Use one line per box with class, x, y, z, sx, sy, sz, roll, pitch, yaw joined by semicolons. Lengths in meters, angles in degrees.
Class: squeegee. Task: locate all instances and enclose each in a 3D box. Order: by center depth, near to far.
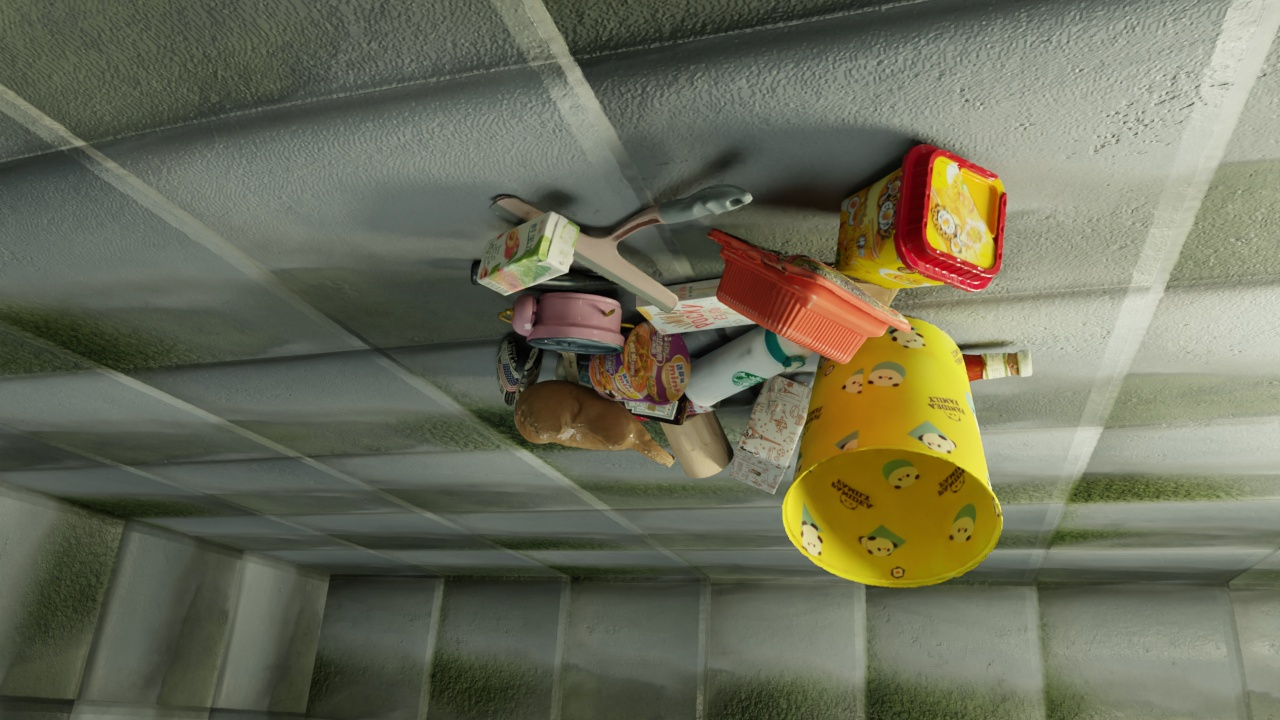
squeegee;0.020;-0.137;0.898;0.247;0.040;0.250;29;155;-32

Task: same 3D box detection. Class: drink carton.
drink carton;-0.114;-0.106;0.933;0.045;0.053;0.123;28;155;-33

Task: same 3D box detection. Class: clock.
clock;-0.094;-0.045;1.105;0.159;0.059;0.117;2;173;13

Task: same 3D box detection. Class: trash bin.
trash bin;0.294;0.095;1.082;0.230;0.254;0.230;8;132;9

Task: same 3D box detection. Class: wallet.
wallet;0.244;-0.070;1.052;0.090;0.033;0.115;5;155;-1

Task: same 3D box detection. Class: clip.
clip;-0.097;-0.018;1.216;0.034;0.061;0.097;-1;147;11

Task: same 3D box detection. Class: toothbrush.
toothbrush;-0.087;-0.092;1.052;0.212;0.027;0.026;4;-175;-1

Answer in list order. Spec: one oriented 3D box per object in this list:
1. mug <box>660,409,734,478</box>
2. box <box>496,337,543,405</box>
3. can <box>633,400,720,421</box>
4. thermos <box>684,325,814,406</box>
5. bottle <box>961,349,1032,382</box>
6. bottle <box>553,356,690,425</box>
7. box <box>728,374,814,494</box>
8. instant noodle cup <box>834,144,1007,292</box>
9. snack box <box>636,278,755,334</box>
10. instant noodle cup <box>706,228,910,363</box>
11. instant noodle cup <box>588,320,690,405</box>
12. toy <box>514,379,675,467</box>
mug;0.075;0.112;1.425;0.125;0.084;0.103;12;134;54
box;-0.184;0.019;1.294;0.081;0.074;0.164;17;159;-8
can;0.050;0.057;1.364;0.133;0.053;0.053;-10;155;30
thermos;0.141;0.002;1.187;0.073;0.073;0.225;15;155;-27
bottle;0.398;0.013;1.196;0.206;0.059;0.060;-6;156;22
bottle;-0.025;0.036;1.300;0.195;0.043;0.080;15;129;2
box;0.250;0.123;1.351;0.192;0.156;0.183;24;161;10
instant noodle cup;0.249;-0.119;0.837;0.116;0.116;0.124;15;167;-27
snack box;0.082;-0.066;1.092;0.157;0.026;0.084;-7;156;23
instant noodle cup;0.155;-0.063;0.921;0.164;0.079;0.189;22;-170;-34
instant noodle cup;-0.007;0.007;1.195;0.111;0.111;0.099;21;162;-36
toy;-0.059;0.085;1.239;0.226;0.143;0.083;13;116;-14
